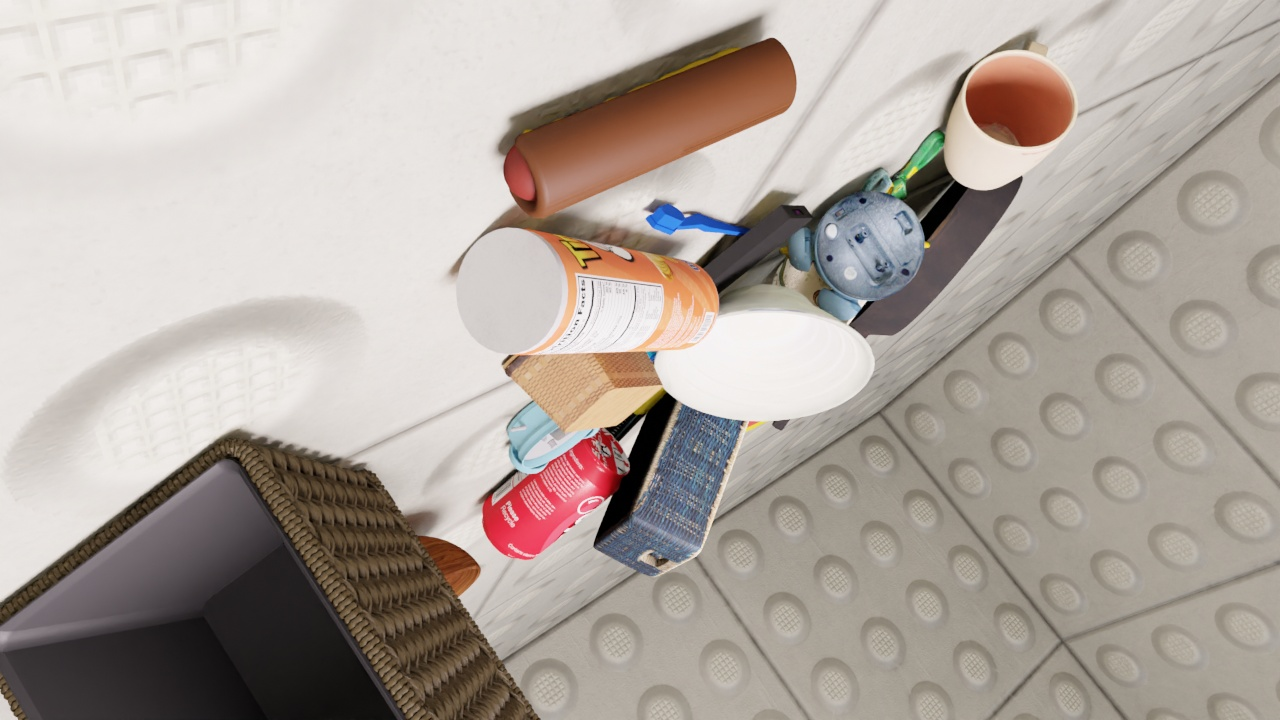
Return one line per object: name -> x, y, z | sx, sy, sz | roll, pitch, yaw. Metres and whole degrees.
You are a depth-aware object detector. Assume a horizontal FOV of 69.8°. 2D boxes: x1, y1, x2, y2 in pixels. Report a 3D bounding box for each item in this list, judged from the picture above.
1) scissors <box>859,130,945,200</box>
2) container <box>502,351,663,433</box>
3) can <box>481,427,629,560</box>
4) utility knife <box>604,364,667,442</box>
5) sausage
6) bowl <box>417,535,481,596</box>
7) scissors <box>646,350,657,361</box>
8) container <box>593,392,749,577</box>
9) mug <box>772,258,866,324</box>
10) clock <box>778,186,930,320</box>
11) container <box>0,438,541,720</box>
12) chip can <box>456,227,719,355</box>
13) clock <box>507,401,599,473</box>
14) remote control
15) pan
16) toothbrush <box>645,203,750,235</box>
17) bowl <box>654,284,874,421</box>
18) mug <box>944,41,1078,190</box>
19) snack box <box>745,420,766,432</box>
scissors -> 0.222, -0.154, 0.819 | 0.119, 0.012, 0.129 | -26, 161, -31
container -> -0.034, 0.009, 0.646 | 0.063, 0.061, 0.113 | -41, 165, 18
can -> -0.082, 0.125, 0.872 | 0.143, 0.074, 0.074 | -41, 165, 18
utility knife -> -0.017, 0.057, 0.903 | 0.020, 0.028, 0.172 | -14, 156, -42
sausage -> 0.007, -0.109, 0.420 | 0.155, 0.040, 0.040 | -28, 163, -23
bowl -> -0.216, 0.190, 0.780 | 0.147, 0.069, 0.147 | -32, 165, -10
scissors -> 0.002, 0.006, 0.817 | 0.135, 0.015, 0.086 | -45, 165, 35
container -> 0.032, 0.098, 0.871 | 0.187, 0.071, 0.146 | -66, -173, -27
mug -> 0.187, -0.089, 0.849 | 0.097, 0.081, 0.122 | -29, 149, -51
clock -> 0.176, -0.087, 0.769 | 0.124, 0.089, 0.051 | -34, -177, 5
container -> -0.167, 0.223, 0.538 | 0.176, 0.321, 0.205 | -37, 172, 2
chip can -> -0.019, -0.036, 0.538 | 0.062, 0.062, 0.210 | -42, 164, 20
clock -> -0.071, 0.062, 0.768 | 0.087, 0.042, 0.123 | -34, 164, -9
remote control -> 0.068, -0.072, 0.697 | 0.134, 0.013, 0.058 | -39, 170, 27
pan -> 0.256, -0.063, 0.918 | 0.356, 0.043, 0.248 | -53, 175, 11
toothbrush -> 0.050, -0.092, 0.621 | 0.011, 0.016, 0.186 | -43, 166, 23
bowl -> 0.101, -0.015, 0.760 | 0.177, 0.057, 0.177 | 3, 149, 2
mug -> 0.293, -0.197, 0.735 | 0.104, 0.085, 0.111 | 71, 43, -77
snack box -> 0.109, 0.046, 1.030 | 0.200, 0.042, 0.092 | -25, 150, -6
